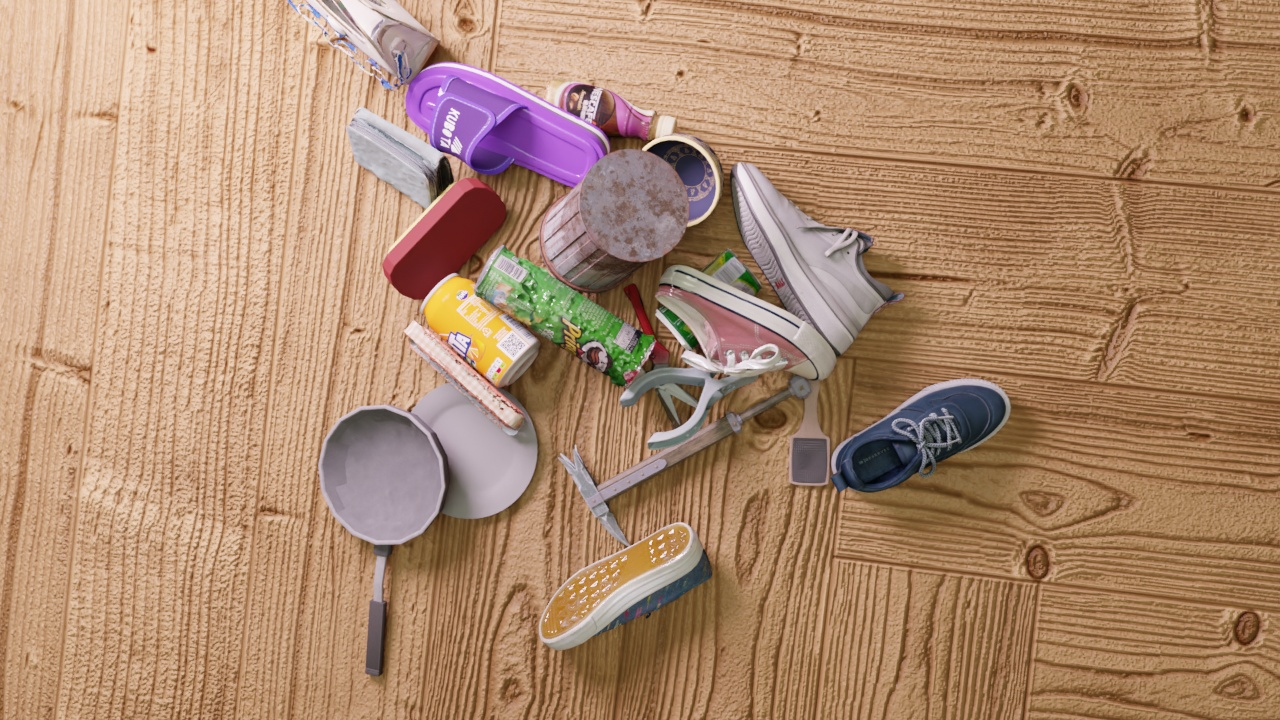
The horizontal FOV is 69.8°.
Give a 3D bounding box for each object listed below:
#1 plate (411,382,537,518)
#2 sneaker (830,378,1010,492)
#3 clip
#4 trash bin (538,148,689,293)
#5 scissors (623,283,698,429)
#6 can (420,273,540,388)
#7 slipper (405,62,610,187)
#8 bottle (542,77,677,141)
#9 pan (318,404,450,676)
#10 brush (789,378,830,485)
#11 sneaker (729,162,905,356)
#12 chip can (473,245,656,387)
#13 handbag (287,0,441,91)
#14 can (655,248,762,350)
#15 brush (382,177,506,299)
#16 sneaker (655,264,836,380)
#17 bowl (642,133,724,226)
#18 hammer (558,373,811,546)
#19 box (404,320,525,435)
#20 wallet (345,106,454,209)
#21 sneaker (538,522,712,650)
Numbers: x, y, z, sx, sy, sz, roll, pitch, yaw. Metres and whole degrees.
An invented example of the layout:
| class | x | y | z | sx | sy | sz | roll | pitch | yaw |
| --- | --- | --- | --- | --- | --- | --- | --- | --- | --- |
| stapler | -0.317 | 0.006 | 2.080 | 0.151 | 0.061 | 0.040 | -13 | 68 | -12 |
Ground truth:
| class | x | y | z | sx | sy | sz | roll | pitch | yaw |
| --- | --- | --- | --- | --- | --- | --- | --- | --- | --- |
| plate | -0.219 | 0.114 | 1.180 | 0.178 | 0.012 | 0.178 | 0 | 90 | 5 |
| sneaker | 0.334 | 0.092 | 1.094 | 0.236 | 0.087 | 0.089 | -29 | 87 | 5 |
| clip | 0.045 | 0.021 | 1.133 | 0.171 | 0.029 | 0.141 | -36 | 62 | -15 |
| trash bin | -0.037 | -0.155 | 1.065 | 0.130 | 0.211 | 0.130 | 1 | 85 | -17 |
| scissors | -0.002 | -0.005 | 1.160 | 0.179 | 0.015 | 0.193 | 4 | 91 | 4 |
| can | -0.199 | -0.037 | 1.145 | 0.142 | 0.079 | 0.079 | 41 | 93 | 4 |
| slipper | -0.174 | -0.272 | 1.119 | 0.266 | 0.083 | 0.107 | 22 | 136 | 1 |
| bottle | -0.037 | -0.305 | 1.141 | 0.166 | 0.059 | 0.059 | 16 | 91 | 5 |
| pan | -0.327 | 0.230 | 1.172 | 0.179 | 0.041 | 0.357 | 7 | 97 | 15 |
| brush | 0.211 | 0.088 | 1.141 | 0.050 | 0.015 | 0.135 | 1 | 90 | 6 |
| sneaker | 0.208 | -0.142 | 1.110 | 0.128 | 0.097 | 0.263 | -32 | 86 | -8 |
| chip can | -0.093 | -0.053 | 1.109 | 0.223 | 0.075 | 0.075 | 31 | 92 | -3 |
| handbag | -0.349 | -0.418 | 1.101 | 0.200 | 0.199 | 0.093 | 40 | 97 | 6 |
| can | 0.083 | -0.074 | 1.127 | 0.121 | 0.067 | 0.067 | -41 | 87 | 3 |
| brush | -0.249 | -0.156 | 1.152 | 0.173 | 0.082 | 0.042 | -45 | 56 | 3 |
| sneaker | 0.118 | -0.021 | 1.062 | 0.241 | 0.118 | 0.087 | 26 | 77 | -17 |
| bowl | 0.053 | -0.227 | 1.127 | 0.112 | 0.061 | 0.113 | 12 | 121 | 20 |
| hammer | 0.071 | 0.106 | 1.143 | 0.317 | 0.028 | 0.147 | -29 | 97 | 5 |
| box | -0.218 | 0.021 | 1.139 | 0.187 | 0.083 | 0.043 | 42 | 82 | 6 |
| wallet | -0.301 | -0.252 | 1.148 | 0.131 | 0.101 | 0.054 | 29 | 66 | 2 |
| sneaker | -0.016 | 0.290 | 1.141 | 0.236 | 0.087 | 0.079 | -34 | 122 | 7 |
